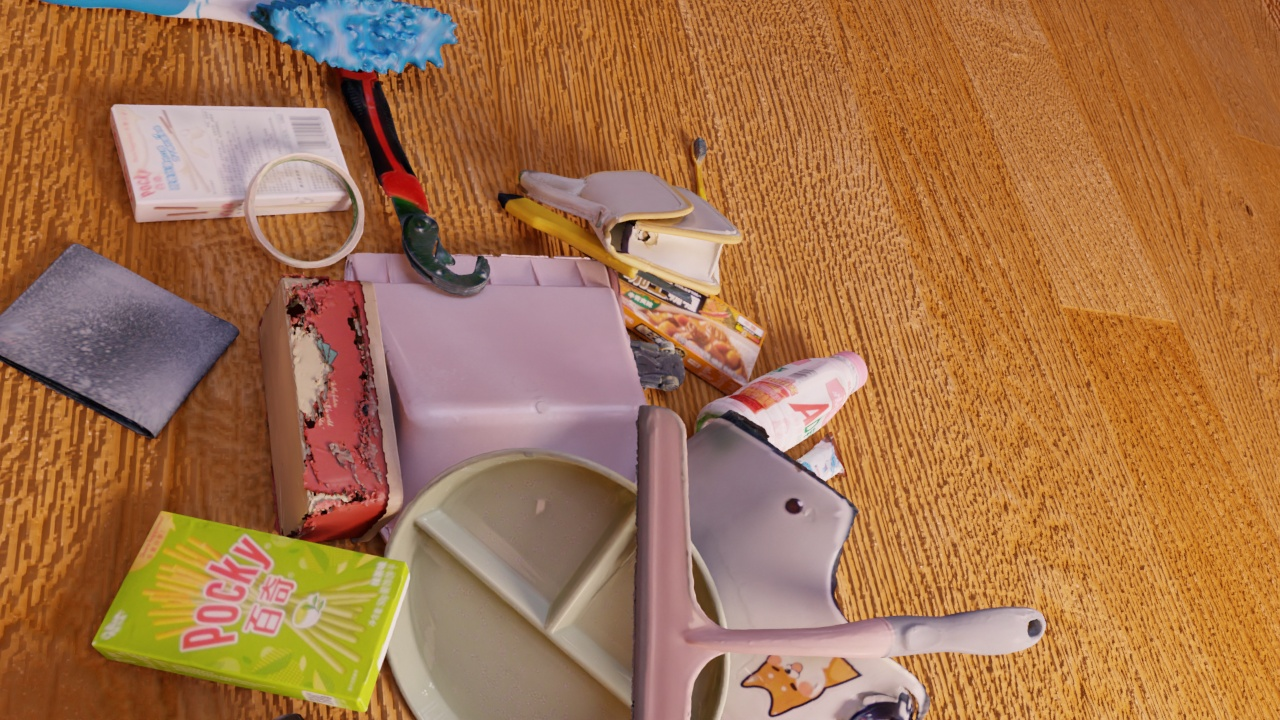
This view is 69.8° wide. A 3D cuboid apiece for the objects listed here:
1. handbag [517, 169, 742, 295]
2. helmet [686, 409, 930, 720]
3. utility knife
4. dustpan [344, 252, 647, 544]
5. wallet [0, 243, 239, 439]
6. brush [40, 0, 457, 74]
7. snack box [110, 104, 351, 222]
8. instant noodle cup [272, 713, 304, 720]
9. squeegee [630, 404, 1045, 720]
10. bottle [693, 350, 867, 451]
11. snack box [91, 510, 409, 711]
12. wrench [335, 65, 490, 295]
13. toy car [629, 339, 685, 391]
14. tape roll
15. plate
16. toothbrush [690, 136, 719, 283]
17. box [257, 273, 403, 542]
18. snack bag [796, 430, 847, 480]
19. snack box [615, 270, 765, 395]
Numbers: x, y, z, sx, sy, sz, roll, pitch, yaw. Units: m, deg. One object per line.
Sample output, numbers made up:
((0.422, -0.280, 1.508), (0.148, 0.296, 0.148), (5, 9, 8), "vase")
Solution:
((-0.015, -0.129, 0.785), (0.178, 0.063, 0.163), (15, 19, -19), "handbag")
((0.076, 0.179, 0.631), (0.157, 0.230, 0.274), (-25, 106, -4), "helmet")
((-0.040, -0.094, 0.776), (0.209, 0.015, 0.033), (31, 30, 21), "utility knife")
((-0.108, 0.041, 0.695), (0.222, 0.139, 0.273), (0, 35, -19), "dustpan")
((-0.345, -0.015, 0.601), (0.121, 0.019, 0.097), (31, 50, -11), "wallet")
((-0.312, -0.278, 0.739), (0.313, 0.061, 0.109), (-10, 33, -38), "brush")
((-0.305, -0.151, 0.695), (0.156, 0.027, 0.084), (-11, 70, -35), "snack box")
((-0.193, 0.260, 0.476), (0.118, 0.119, 0.114), (-25, 71, -38), "instant noodle cup")
((0.120, 0.150, 0.502), (0.249, 0.040, 0.247), (2, 85, -13), "squeegee")
((0.134, 0.039, 0.826), (0.196, 0.068, 0.068), (-24, 77, -40), "bottle")
((-0.224, 0.146, 0.539), (0.156, 0.026, 0.085), (12, 55, 2), "snack box")
((-0.195, -0.157, 0.742), (0.056, 0.016, 0.273), (-14, 60, -33), "wrench")
((-0.005, 0.005, 0.781), (0.090, 0.034, 0.042), (7, 58, -26), "toy car")
((-0.251, -0.112, 0.688), (0.085, 0.014, 0.086), (-2, 94, -36), "tape roll")
((-0.056, 0.163, 0.558), (0.230, 0.231, 0.027), (53, 21, 6), "plate")
((0.066, -0.149, 0.920), (0.016, 0.018, 0.191), (10, 59, -24), "toothbrush")
((-0.214, 0.031, 0.603), (0.075, 0.092, 0.168), (1, 63, -35), "box")
((0.151, 0.101, 0.825), (0.104, 0.026, 0.048), (-21, 88, -37), "snack bag")
((0.039, -0.037, 0.836), (0.153, 0.026, 0.075), (33, 51, -11), "snack box")
